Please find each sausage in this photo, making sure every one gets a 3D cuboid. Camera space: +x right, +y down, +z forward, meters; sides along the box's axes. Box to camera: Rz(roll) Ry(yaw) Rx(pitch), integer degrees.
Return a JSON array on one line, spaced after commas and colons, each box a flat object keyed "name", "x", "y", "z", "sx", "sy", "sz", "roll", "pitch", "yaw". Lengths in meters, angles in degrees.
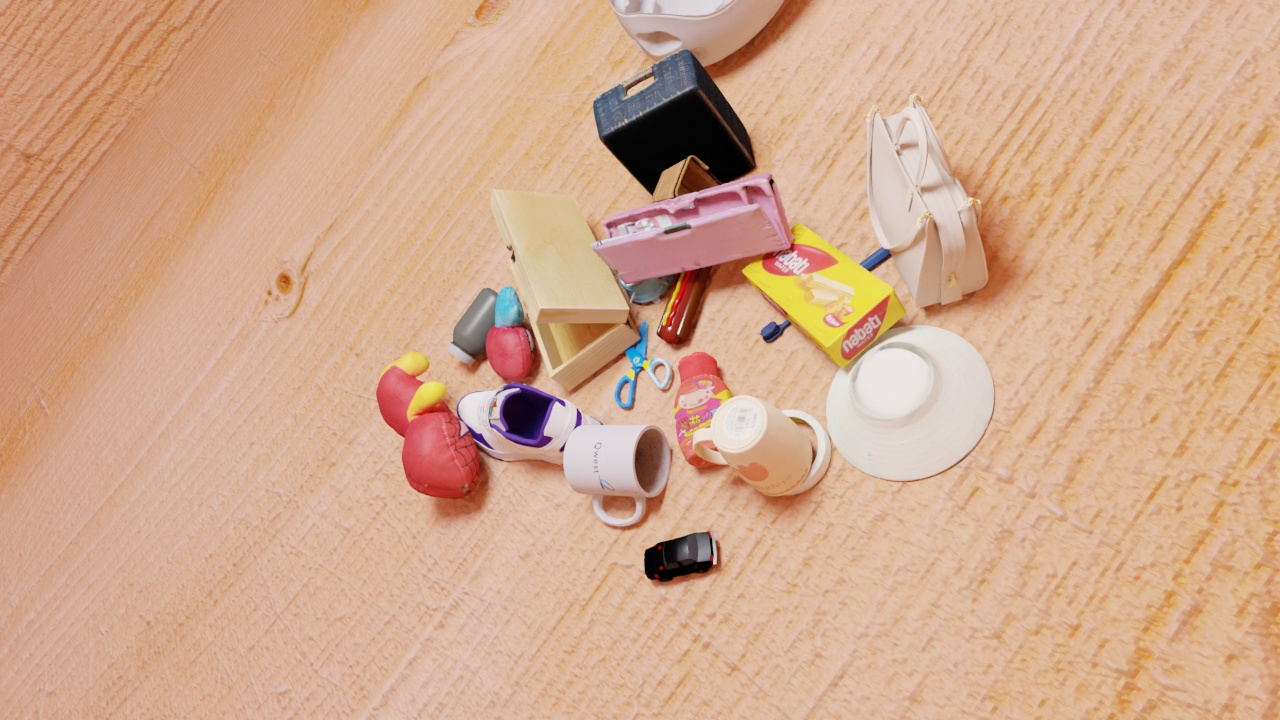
[{"name": "sausage", "x": 0.061, "y": -0.092, "z": 1.165, "sx": 0.040, "sy": 0.040, "sz": 0.155, "roll": 7, "pitch": 69, "yaw": 36}]

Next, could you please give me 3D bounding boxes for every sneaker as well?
[{"name": "sneaker", "x": -0.169, "y": 0.074, "z": 1.180, "sx": 0.245, "sy": 0.111, "sz": 0.091, "roll": 8, "pitch": 69, "yaw": 37}]

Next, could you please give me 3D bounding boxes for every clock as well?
[{"name": "clock", "x": 0.004, "y": -0.129, "z": 1.229, "sx": 0.087, "sy": 0.042, "sz": 0.123, "roll": -27, "pitch": 47, "yaw": 19}]

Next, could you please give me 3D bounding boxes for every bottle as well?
[{"name": "bottle", "x": 0.074, "y": 0.054, "z": 1.068, "sx": 0.072, "sy": 0.048, "sz": 0.134, "roll": -23, "pitch": 54, "yaw": 24}, {"name": "bottle", "x": -0.231, "y": -0.048, "z": 1.324, "sx": 0.060, "sy": 0.060, "sz": 0.108, "roll": 31, "pitch": 84, "yaw": 41}]

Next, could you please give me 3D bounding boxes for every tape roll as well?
[{"name": "tape roll", "x": 0.161, "y": 0.100, "z": 1.004, "sx": 0.094, "sy": 0.019, "sz": 0.093, "roll": -16, "pitch": 57, "yaw": 26}]

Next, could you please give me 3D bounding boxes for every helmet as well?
[{"name": "helmet", "x": 0.100, "y": -0.543, "z": 1.294, "sx": 0.283, "sy": 0.183, "sz": 0.224, "roll": -48, "pitch": 54, "yaw": 11}]

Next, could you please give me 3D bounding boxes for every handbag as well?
[{"name": "handbag", "x": 0.290, "y": -0.185, "z": 0.951, "sx": 0.101, "sy": 0.198, "sz": 0.194, "roll": -17, "pitch": 55, "yaw": 7}]

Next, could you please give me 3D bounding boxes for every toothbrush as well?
[{"name": "toothbrush", "x": 0.218, "y": -0.082, "z": 1.067, "sx": 0.190, "sy": 0.017, "sz": 0.016, "roll": -36, "pitch": 49, "yaw": 12}]

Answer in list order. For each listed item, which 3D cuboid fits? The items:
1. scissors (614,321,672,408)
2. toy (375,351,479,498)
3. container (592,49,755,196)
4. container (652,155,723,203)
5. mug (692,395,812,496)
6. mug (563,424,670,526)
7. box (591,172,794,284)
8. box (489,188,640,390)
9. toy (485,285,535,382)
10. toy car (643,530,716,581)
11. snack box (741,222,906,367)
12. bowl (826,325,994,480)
[{"name": "scissors", "x": 0.004, "y": -0.002, "z": 1.169, "sx": 0.109, "sy": 0.018, "sz": 0.130, "roll": -10, "pitch": 58, "yaw": 31}, {"name": "toy", "x": -0.284, "y": 0.097, "z": 1.227, "sx": 0.098, "sy": 0.148, "sz": 0.216, "roll": -25, "pitch": 54, "yaw": -13}, {"name": "container", "x": 0.047, "y": -0.291, "z": 1.188, "sx": 0.145, "sy": 0.187, "sz": 0.071, "roll": -23, "pitch": 58, "yaw": 22}, {"name": "container", "x": 0.071, "y": -0.205, "z": 1.181, "sx": 0.061, "sy": 0.114, "sz": 0.063, "roll": 2, "pitch": 65, "yaw": 49}, {"name": "mug", "x": 0.110, "y": 0.087, "z": 0.962, "sx": 0.112, "sy": 0.104, "sz": 0.085, "roll": -10, "pitch": 59, "yaw": 28}, {"name": "mug", "x": -0.026, "y": 0.135, "z": 1.079, "sx": 0.097, "sy": 0.083, "sz": 0.119, "roll": -3, "pitch": 92, "yaw": 33}, {"name": "box", "x": 0.057, "y": -0.145, "z": 1.095, "sx": 0.233, "sy": 0.099, "sz": 0.080, "roll": -8, "pitch": 22, "yaw": 31}, {"name": "box", "x": -0.103, "y": -0.112, "z": 1.228, "sx": 0.142, "sy": 0.179, "sz": 0.248, "roll": -23, "pitch": 50, "yaw": -3}, {"name": "toy", "x": -0.179, "y": -0.036, "z": 1.263, "sx": 0.092, "sy": 0.062, "sz": 0.133, "roll": 8, "pitch": 98, "yaw": 55}, {"name": "toy car", "x": 0.040, "y": 0.214, "z": 1.009, "sx": 0.092, "sy": 0.036, "sz": 0.042, "roll": -20, "pitch": 55, "yaw": 24}, {"name": "snack box", "x": 0.201, "y": -0.079, "z": 1.031, "sx": 0.092, "sy": 0.042, "sz": 0.200, "roll": -41, "pitch": 37, "yaw": 3}, {"name": "bowl", "x": 0.266, "y": 0.031, "z": 0.945, "sx": 0.177, "sy": 0.058, "sz": 0.176, "roll": -16, "pitch": 57, "yaw": 26}]
